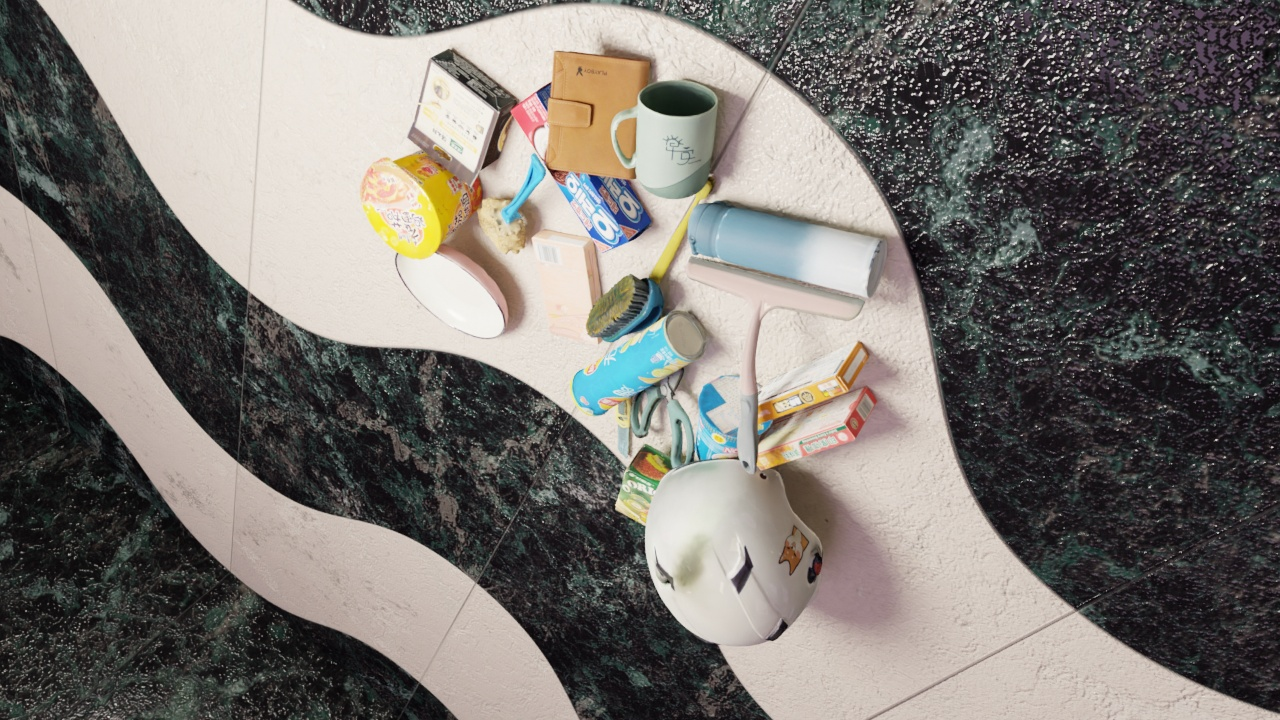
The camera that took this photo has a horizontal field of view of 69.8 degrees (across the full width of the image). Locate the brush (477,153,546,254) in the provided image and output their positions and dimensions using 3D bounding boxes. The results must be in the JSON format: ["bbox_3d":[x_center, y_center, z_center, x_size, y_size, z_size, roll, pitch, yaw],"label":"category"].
[{"bbox_3d":[-0.156,-0.199,1.155,0.083,0.045,0.255,58,156,0],"label":"brush"}]

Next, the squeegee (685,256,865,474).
[{"bbox_3d":[0.132,0.024,1.076,0.248,0.040,0.250,19,116,40],"label":"squeegee"}]

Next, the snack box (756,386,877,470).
[{"bbox_3d":[0.211,0.085,1.129,0.027,0.076,0.156,52,138,-10],"label":"snack box"}]

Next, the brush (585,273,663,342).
[{"bbox_3d":[-0.014,-0.063,1.191,0.073,0.055,0.144,11,155,-27],"label":"brush"}]

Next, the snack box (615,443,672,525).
[{"bbox_3d":[0.086,0.224,1.325,0.240,0.063,0.115,27,143,10],"label":"snack box"}]

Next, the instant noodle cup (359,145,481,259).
[{"bbox_3d":[-0.289,-0.222,1.241,0.138,0.109,0.138,21,134,23],"label":"instant noodle cup"}]

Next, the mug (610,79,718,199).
[{"bbox_3d":[0.023,-0.236,0.994,0.111,0.082,0.106,-1,135,-5],"label":"mug"}]

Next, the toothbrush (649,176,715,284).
[{"bbox_3d":[0.047,-0.151,1.111,0.015,0.016,0.191,37,139,6],"label":"toothbrush"}]

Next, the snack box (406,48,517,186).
[{"bbox_3d":[-0.229,-0.307,1.166,0.113,0.053,0.126,39,139,5],"label":"snack box"}]

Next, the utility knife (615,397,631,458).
[{"bbox_3d":[-0.023,0.064,1.344,0.031,0.022,0.213,24,139,24],"label":"utility knife"}]

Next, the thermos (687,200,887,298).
[{"bbox_3d":[0.156,-0.127,1.007,0.221,0.070,0.070,18,133,25],"label":"thermos"}]

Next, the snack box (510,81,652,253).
[{"bbox_3d":[-0.068,-0.231,1.102,0.058,0.057,0.207,-16,112,47],"label":"snack box"}]

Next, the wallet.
[{"bbox_3d":[-0.050,-0.274,1.025,0.108,0.031,0.132,8,113,0],"label":"wallet"}]

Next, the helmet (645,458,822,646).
[{"bbox_3d":[0.108,0.270,1.188,0.231,0.156,0.274,-11,109,28],"label":"helmet"}]

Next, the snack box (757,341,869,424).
[{"bbox_3d":[0.196,0.030,1.097,0.154,0.075,0.026,-27,105,47],"label":"snack box"}]

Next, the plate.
[{"bbox_3d":[-0.271,-0.109,1.348,0.192,0.038,0.193,25,151,15],"label":"plate"}]

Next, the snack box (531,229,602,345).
[{"bbox_3d":[-0.095,-0.099,1.253,0.084,0.026,0.157,15,131,28],"label":"snack box"}]

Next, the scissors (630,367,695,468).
[{"bbox_3d":[0.026,0.073,1.274,0.181,0.019,0.170,-8,91,60],"label":"scissors"}]

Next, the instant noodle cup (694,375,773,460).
[{"bbox_3d":[0.115,0.089,1.204,0.099,0.099,0.110,30,145,14],"label":"instant noodle cup"}]

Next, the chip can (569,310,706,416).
[{"bbox_3d":[-0.007,0.007,1.225,0.071,0.071,0.211,51,135,-8],"label":"chip can"}]
